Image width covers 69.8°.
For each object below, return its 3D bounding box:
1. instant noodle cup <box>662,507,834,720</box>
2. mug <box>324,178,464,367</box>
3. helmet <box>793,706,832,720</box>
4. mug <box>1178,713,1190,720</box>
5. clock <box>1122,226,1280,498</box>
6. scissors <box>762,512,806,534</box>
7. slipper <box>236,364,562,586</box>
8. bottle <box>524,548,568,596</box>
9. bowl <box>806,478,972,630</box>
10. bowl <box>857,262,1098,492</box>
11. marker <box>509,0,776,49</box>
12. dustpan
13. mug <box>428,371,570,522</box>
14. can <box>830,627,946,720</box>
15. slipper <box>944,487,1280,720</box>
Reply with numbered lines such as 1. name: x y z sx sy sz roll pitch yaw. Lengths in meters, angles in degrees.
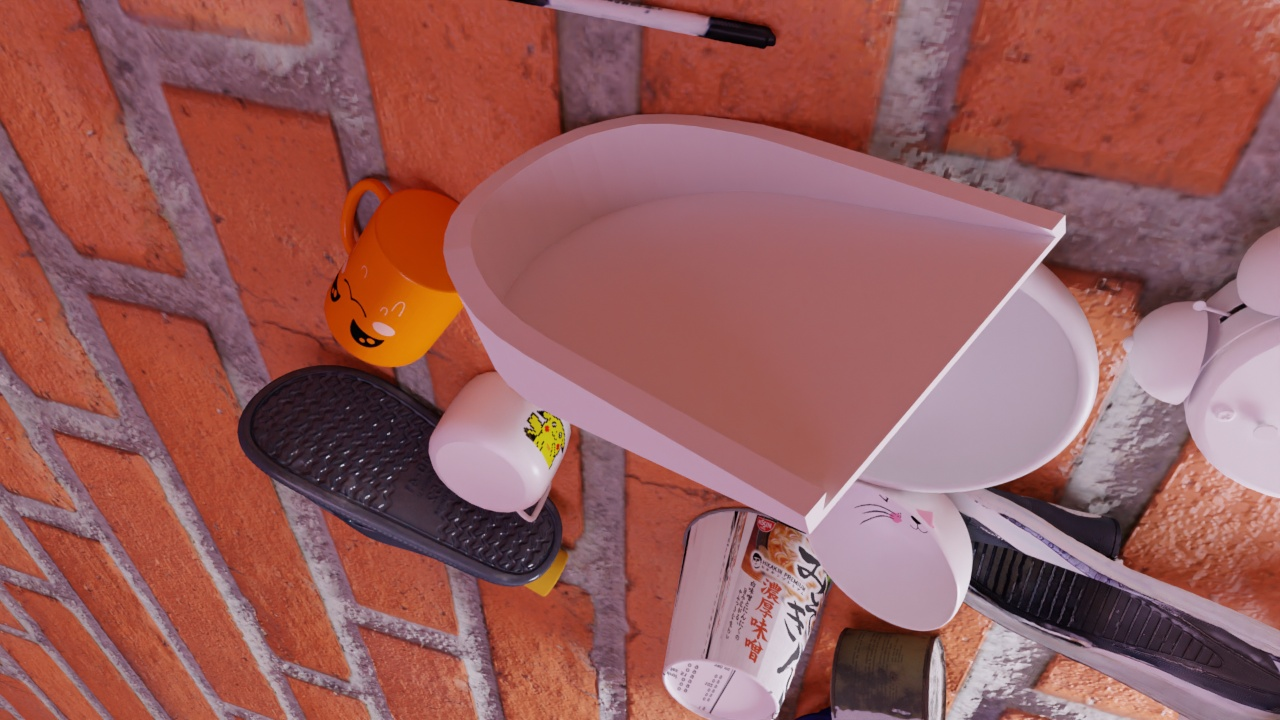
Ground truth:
1. instant noodle cup: 0.075 0.198 0.694 0.124 0.121 0.124 13 135 13
2. mug: -0.161 -0.066 0.599 0.096 0.077 0.112 -41 76 44
3. helmet: 0.171 0.409 0.774 0.147 0.227 0.242 23 140 -9
4. mug: 0.415 0.263 0.611 0.081 0.114 0.088 -24 117 0
5. clock: 0.331 0.013 0.440 0.161 0.072 0.126 33 136 -7
6. scissors: 0.067 0.072 0.657 0.210 0.015 0.137 14 136 11
7. slipper: -0.191 0.098 0.748 0.268 0.110 0.083 31 152 -13
8. bottle: -0.135 0.152 0.803 0.143 0.043 0.043 32 136 -6
9. bowl: 0.166 0.112 0.593 0.115 0.050 0.115 34 142 31
10. bowl: 0.153 -0.009 0.505 0.177 0.066 0.177 13 135 13
11. marker: -0.006 -0.175 0.462 0.152 0.011 0.011 15 135 12
12. dustpan: 0.023 -0.051 0.423 0.258 0.191 0.053 20 142 42
13. mug: -0.101 0.070 0.693 0.094 0.067 0.116 -8 127 30
14. can: 0.195 0.259 0.719 0.075 0.089 0.090 -2 130 26
15. slipper: 0.289 0.141 0.578 0.264 0.063 0.111 27 141 31
